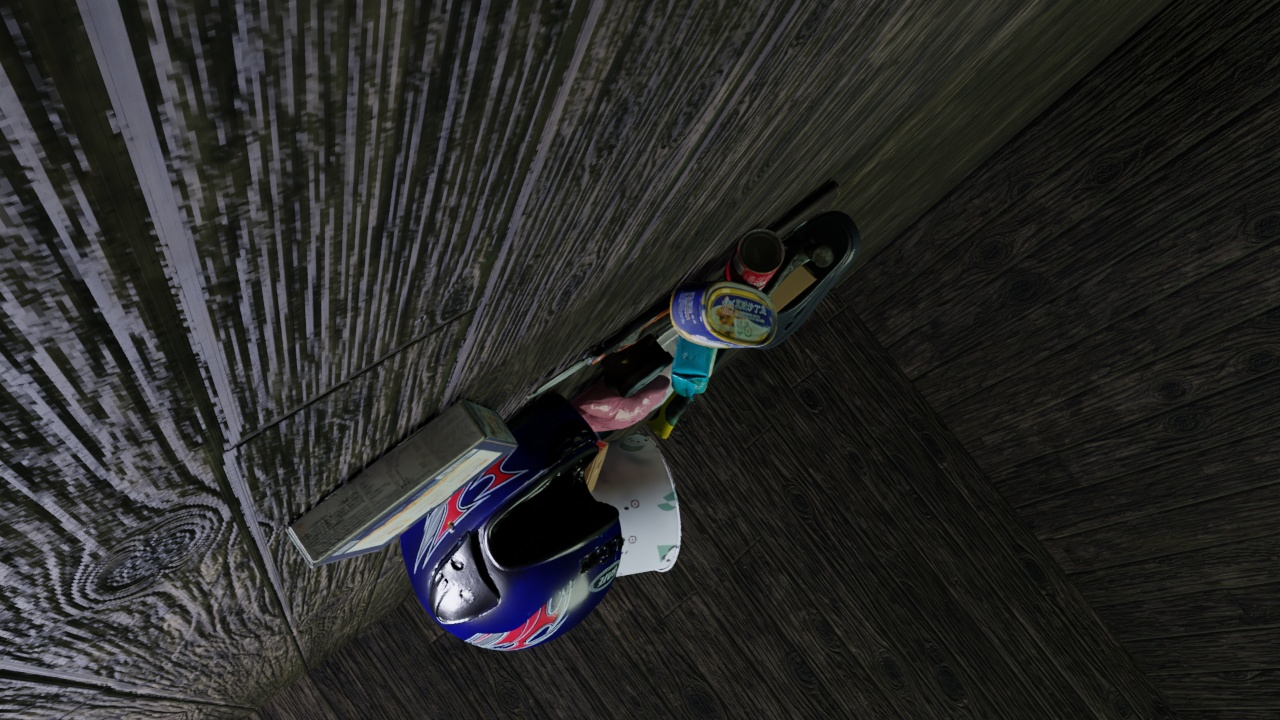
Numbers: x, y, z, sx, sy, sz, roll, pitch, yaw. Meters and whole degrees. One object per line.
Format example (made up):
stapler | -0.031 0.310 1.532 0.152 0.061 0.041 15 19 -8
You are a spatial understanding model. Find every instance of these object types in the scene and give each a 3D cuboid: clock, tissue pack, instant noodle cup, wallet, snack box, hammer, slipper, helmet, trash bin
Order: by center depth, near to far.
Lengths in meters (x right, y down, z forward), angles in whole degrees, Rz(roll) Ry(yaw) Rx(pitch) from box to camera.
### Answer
snack box | -0.207 0.111 0.839 0.178 0.046 0.182 -37 174 -4
helmet | -0.138 0.218 1.128 0.316 0.240 0.246 -42 173 30
tissue pack | 0.071 -0.021 1.131 0.093 0.050 0.133 82 21 -78
wallet | 0.191 -0.173 1.141 0.122 0.020 0.096 -36 174 2
clock | -0.007 0.007 1.172 0.082 0.055 0.122 -37 175 -17
hammer | 0.119 -0.033 1.205 0.323 0.032 0.126 -51 -158 1
snack box | -0.107 0.143 1.291 0.092 0.094 0.077 -33 143 -80
wallet | 0.179 -0.107 1.299 0.115 0.090 0.033 -41 -153 24
instant noodle cup | 0.057 -0.017 1.354 0.137 0.060 0.174 -34 172 -29
slipper | 0.212 -0.117 1.361 0.083 0.110 0.269 -12 153 -41
trash bin | -0.099 0.245 1.430 0.251 0.229 0.230 -9 162 -24

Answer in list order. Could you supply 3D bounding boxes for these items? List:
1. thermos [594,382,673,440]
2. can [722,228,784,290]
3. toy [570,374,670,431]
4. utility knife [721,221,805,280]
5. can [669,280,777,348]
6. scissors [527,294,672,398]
thermos | 0.002 0.054 1.466 0.224 0.073 0.073 -32 173 -7
can | 0.131 -0.111 1.085 0.053 0.053 0.133 -37 174 -9
toy | -0.045 0.065 1.296 0.178 0.074 0.195 -17 173 -5
utility knife | 0.136 -0.123 1.217 0.223 0.013 0.029 -38 175 3
can | 0.098 -0.052 1.058 0.049 0.074 0.148 0 173 42
scissors | -0.045 -0.003 1.027 0.234 0.021 0.143 -36 174 -19
